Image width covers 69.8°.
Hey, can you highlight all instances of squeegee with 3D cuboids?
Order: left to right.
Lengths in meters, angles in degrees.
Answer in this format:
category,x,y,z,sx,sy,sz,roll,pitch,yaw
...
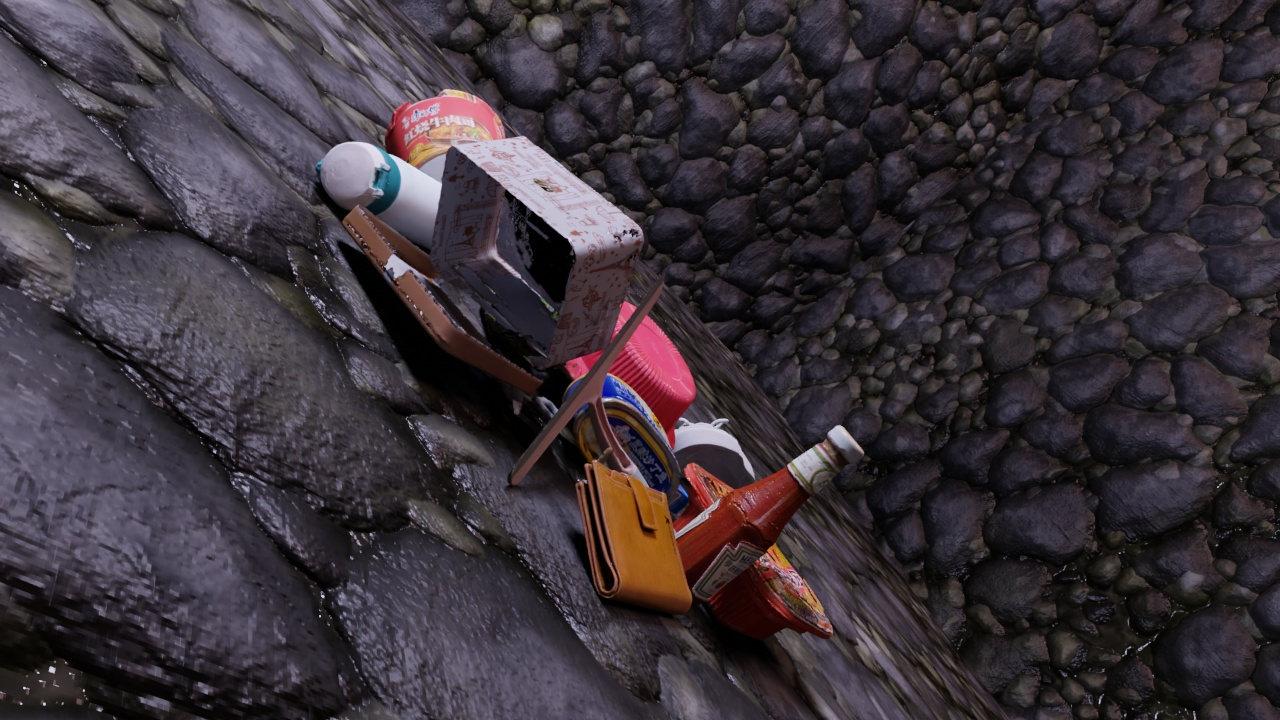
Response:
category,x,y,z,sx,sy,sz,roll,pitch,yaw
squeegee,-0.011,0.093,0.803,0.040,0.246,0.250,5,-47,34

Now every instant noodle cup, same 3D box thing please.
category,x,y,z,sx,sy,sz,roll,pitch,yaw
instant noodle cup,-0.210,-0.213,1.025,0.138,0.138,0.108,41,20,-43
instant noodle cup,-0.006,0.006,0.972,0.194,0.066,0.193,45,18,-19
instant noodle cup,0.099,0.200,0.907,0.164,0.079,0.188,41,14,-52

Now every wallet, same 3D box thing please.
category,x,y,z,sx,sy,sz,roll,pitch,yaw
wallet,-0.006,0.138,0.729,0.130,0.035,0.119,35,40,-57

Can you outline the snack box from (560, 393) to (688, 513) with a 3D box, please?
category,x,y,z,sx,sy,sz,roll,pitch,yaw
snack box,-0.015,0.094,0.966,0.157,0.026,0.084,44,5,-35

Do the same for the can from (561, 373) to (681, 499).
category,x,y,z,sx,sy,sz,roll,pitch,yaw
can,-0.017,0.077,0.870,0.148,0.074,0.049,54,5,-34

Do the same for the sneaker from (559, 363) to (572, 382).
category,x,y,z,sx,sy,sz,roll,pitch,yaw
sneaker,-0.038,-0.015,1.122,0.118,0.088,0.240,53,13,24

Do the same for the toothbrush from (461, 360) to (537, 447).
category,x,y,z,sx,sy,sz,roll,pitch,yaw
toothbrush,-0.141,0.004,0.778,0.189,0.014,0.017,51,1,13

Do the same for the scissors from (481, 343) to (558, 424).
category,x,y,z,sx,sy,sz,roll,pitch,yaw
scissors,-0.107,0.023,0.804,0.175,0.014,0.159,49,0,-45

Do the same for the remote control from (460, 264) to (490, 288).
category,x,y,z,sx,sy,sz,roll,pitch,yaw
remote control,-0.135,-0.070,1.008,0.136,0.020,0.055,38,30,4

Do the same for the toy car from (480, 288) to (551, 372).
category,x,y,z,sx,sy,sz,roll,pitch,yaw
toy car,-0.123,-0.030,0.907,0.070,0.042,0.158,44,1,-23

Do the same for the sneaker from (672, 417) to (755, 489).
category,x,y,z,sx,sy,sz,roll,pitch,yaw
sneaker,0.089,0.110,1.213,0.242,0.090,0.090,42,26,-62

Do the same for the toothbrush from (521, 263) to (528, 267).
category,x,y,z,sx,sy,sz,roll,pitch,yaw
toothbrush,-0.134,-0.083,1.198,0.015,0.017,0.190,42,11,-37

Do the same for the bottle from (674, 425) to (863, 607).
category,x,y,z,sx,sy,sz,roll,pitch,yaw
bottle,0.103,0.132,0.796,0.060,0.206,0.059,49,8,-10

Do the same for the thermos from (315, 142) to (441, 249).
category,x,y,z,sx,sy,sz,roll,pitch,yaw
thermos,-0.221,-0.149,0.882,0.073,0.073,0.224,51,9,16

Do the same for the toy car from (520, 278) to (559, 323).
category,x,y,z,sx,sy,sz,roll,pitch,yaw
toy car,-0.095,-0.056,0.907,0.091,0.036,0.043,46,1,38

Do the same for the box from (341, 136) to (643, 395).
category,x,y,z,sx,sy,sz,roll,pitch,yaw
box,-0.135,-0.074,0.748,0.180,0.154,0.182,-18,49,-43
